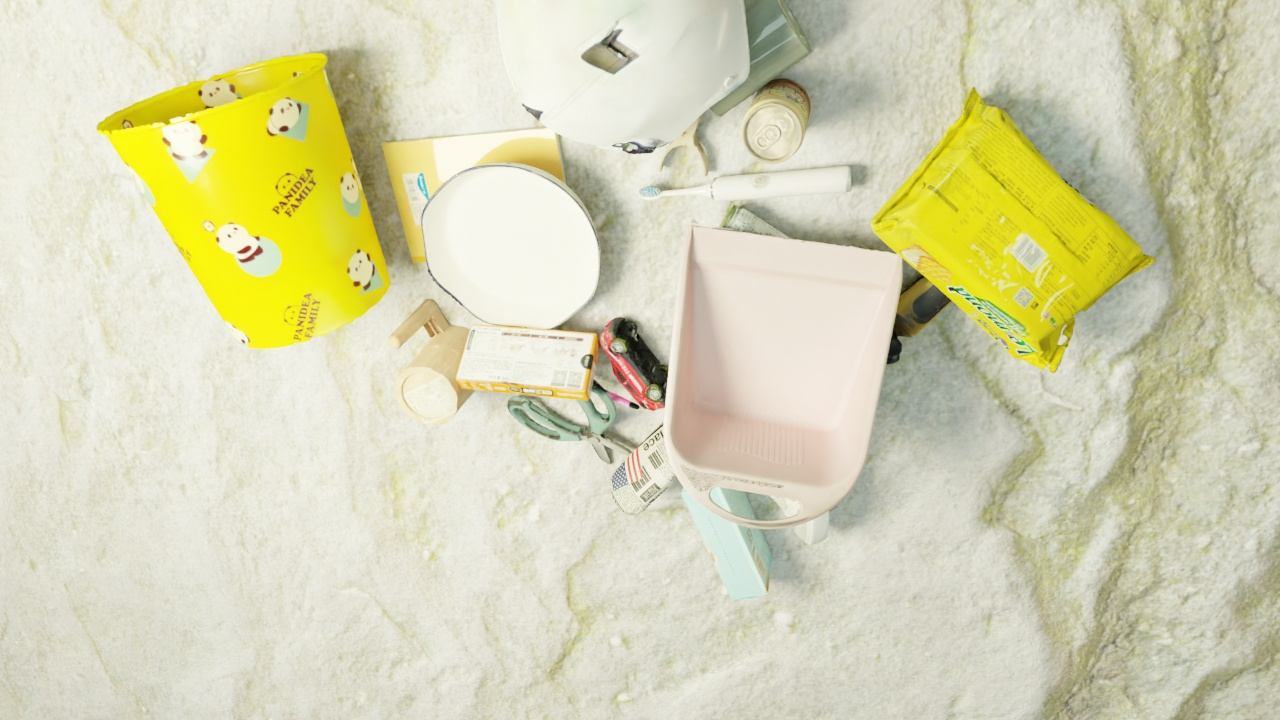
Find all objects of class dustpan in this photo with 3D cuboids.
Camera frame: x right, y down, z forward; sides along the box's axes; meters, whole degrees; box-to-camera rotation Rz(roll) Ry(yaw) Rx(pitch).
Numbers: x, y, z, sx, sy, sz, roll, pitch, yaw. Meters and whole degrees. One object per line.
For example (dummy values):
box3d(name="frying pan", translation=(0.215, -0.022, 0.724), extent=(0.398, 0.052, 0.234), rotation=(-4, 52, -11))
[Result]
box3d(name="dustpan", translation=(0.136, 0.018, 0.909), extent=(0.222, 0.138, 0.274), rotation=(7, 114, 7))

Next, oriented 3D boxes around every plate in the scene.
box3d(name="plate", translation=(-0.139, -0.129, 1.015), extent=(0.205, 0.045, 0.205), rotation=(7, 128, 9))

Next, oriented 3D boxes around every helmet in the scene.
box3d(name="helmet", translation=(-0.041, -0.299, 0.810), extent=(0.259, 0.145, 0.229), rotation=(-9, 93, 42))

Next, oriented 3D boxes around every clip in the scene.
box3d(name="clip", translation=(0.051, -0.236, 0.934), extent=(0.066, 0.034, 0.099), rotation=(5, 123, 11))

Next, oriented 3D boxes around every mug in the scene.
box3d(name="mug", translation=(-0.244, 0.001, 1.090), extent=(0.084, 0.103, 0.125), rotation=(-19, 111, 22))
box3d(name="mug", translation=(0.088, -0.311, 0.866), extent=(0.104, 0.083, 0.124), rotation=(-28, 82, 24))

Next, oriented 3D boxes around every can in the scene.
box3d(name="can", translation=(0.145, -0.102, 0.965), extent=(0.146, 0.058, 0.058), rotation=(31, 120, -4))
box3d(name="can", translation=(0.129, -0.228, 0.870), extent=(0.058, 0.116, 0.059), rotation=(6, 118, 10))

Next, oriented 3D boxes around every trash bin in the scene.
box3d(name="trash bin", translation=(-0.400, -0.166, 0.981), extent=(0.230, 0.229, 0.255), rotation=(-5, 121, 16))

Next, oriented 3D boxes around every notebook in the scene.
box3d(name="notebook", translation=(-0.180, -0.183, 1.031), extent=(0.206, 0.010, 0.146), rotation=(-2, 117, 15))

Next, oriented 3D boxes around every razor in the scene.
box3d(name="razor", translation=(0.297, -0.063, 0.949), extent=(0.062, 0.067, 0.168), rotation=(42, 112, -10))

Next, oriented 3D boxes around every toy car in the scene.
box3d(name="toy car", translation=(-0.006, 0.006, 1.062), extent=(0.045, 0.052, 0.120), rotation=(-24, 111, 29))

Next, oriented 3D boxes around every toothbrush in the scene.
box3d(name="toothbrush", translation=(0.106, -0.180, 0.953), extent=(0.221, 0.026, 0.026), rotation=(-2, 158, 15))
box3d(name="toothbrush", translation=(-0.085, 0.023, 1.094), extent=(0.189, 0.014, 0.018), rotation=(23, 132, 16))

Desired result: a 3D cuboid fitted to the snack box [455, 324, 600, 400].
box3d(name="snack box", translation=(-0.127, 0.001, 1.042), extent=(0.154, 0.075, 0.026), rotation=(5, 151, 11))

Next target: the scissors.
box3d(name="scissors", translation=(-0.076, 0.064, 1.103), extent=(0.170, 0.019, 0.182), rotation=(25, 142, 0))

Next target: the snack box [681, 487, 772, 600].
box3d(name="snack box", translation=(0.109, 0.203, 1.125), extent=(0.052, 0.074, 0.175), rotation=(-16, 112, 20))

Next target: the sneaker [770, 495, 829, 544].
box3d(name="sneaker", translation=(0.155, 0.113, 1.054), extent=(0.091, 0.089, 0.242), rotation=(-14, 110, 3))

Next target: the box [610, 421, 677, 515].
box3d(name="box", translation=(0.030, 0.118, 1.084), extent=(0.076, 0.087, 0.163), rotation=(40, 111, -17))

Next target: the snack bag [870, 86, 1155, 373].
box3d(name="snack bag", translation=(0.352, -0.117, 0.873), extent=(0.246, 0.068, 0.158), rotation=(39, 96, -8))
